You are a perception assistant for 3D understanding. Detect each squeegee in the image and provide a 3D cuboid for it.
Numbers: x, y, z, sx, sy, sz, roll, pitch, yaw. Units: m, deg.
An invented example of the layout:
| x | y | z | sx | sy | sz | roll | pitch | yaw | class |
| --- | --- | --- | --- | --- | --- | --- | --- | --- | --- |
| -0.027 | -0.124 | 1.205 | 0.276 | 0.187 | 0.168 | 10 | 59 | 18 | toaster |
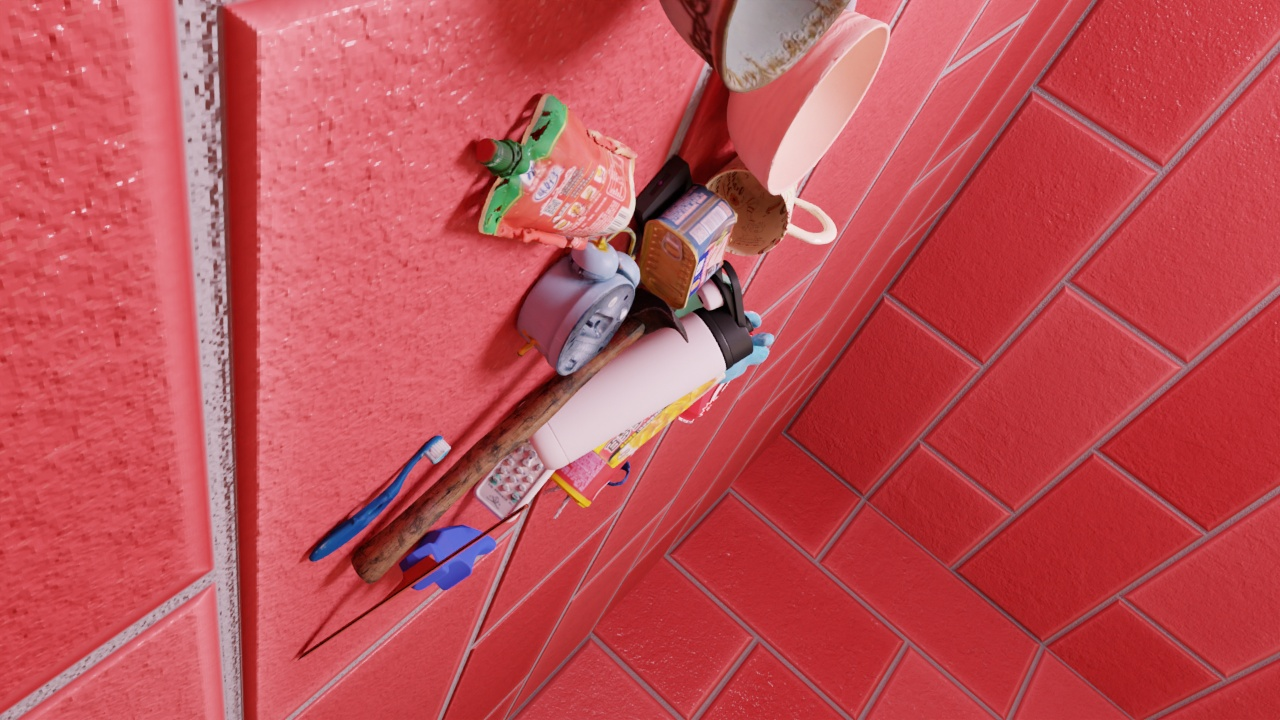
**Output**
| x | y | z | sx | sy | sz | roll | pitch | yaw | class |
| --- | --- | --- | --- | --- | --- | --- | --- | --- | --- |
| -0.182 | 0.185 | 0.867 | 0.250 | 0.055 | 0.184 | -34 | 169 | 10 | squeegee |

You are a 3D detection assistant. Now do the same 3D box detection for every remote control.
| x | y | z | sx | sy | sz | roll | pitch | yaw | class |
| --- | --- | --- | --- | --- | --- | --- | --- | --- | --- |
| -0.103 | 0.093 | 0.882 | 0.133 | 0.050 | 0.022 | -51 | 170 | 3 | remote control |
| 0.024 | -0.125 | 0.783 | 0.058 | 0.013 | 0.133 | -49 | 166 | -5 | remote control |

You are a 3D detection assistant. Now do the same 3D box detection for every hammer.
| x | y | z | sx | sy | sz | roll | pitch | yaw | class |
| --- | --- | --- | --- | --- | --- | --- | --- | --- | --- |
| -0.102 | 0.061 | 0.748 | 0.330 | 0.033 | 0.120 | -43 | -152 | -7 | hammer |

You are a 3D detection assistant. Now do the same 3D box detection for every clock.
| x | y | z | sx | sy | sz | roll | pitch | yaw | class |
| --- | --- | --- | --- | --- | --- | --- | --- | --- | --- |
| -0.042 | -0.048 | 0.699 | 0.124 | 0.051 | 0.088 | -53 | 165 | 8 | clock |

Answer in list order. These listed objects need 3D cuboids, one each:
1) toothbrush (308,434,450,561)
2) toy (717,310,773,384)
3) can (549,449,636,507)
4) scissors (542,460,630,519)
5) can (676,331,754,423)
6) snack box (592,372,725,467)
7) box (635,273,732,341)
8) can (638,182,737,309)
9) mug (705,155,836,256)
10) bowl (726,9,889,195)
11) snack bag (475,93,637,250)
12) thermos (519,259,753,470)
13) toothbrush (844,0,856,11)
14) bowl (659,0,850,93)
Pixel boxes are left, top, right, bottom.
| x | y | z | sx | sy | sz | roll | pitch | yaw | class |
| --- | --- | --- | --- | --- | --- | --- | --- | --- | --- |
| -0.195 | 0.105 | 0.692 | 0.132 | 0.016 | 0.021 | -45 | 163 | -22 | toothbrush |
| 0.075 | -0.019 | 1.039 | 0.184 | 0.114 | 0.180 | -33 | 159 | 34 | toy |
| -0.047 | 0.101 | 1.045 | 0.124 | 0.067 | 0.067 | -49 | 166 | -5 | can |
| -0.061 | 0.140 | 1.087 | 0.130 | 0.117 | 0.014 | -51 | 129 | -13 | scissors |
| 0.085 | 0.008 | 1.201 | 0.143 | 0.074 | 0.074 | -54 | 166 | 15 | can |
| 0.013 | 0.042 | 0.915 | 0.152 | 0.025 | 0.075 | -39 | 152 | -2 | snack box |
| 0.013 | -0.011 | 0.910 | 0.189 | 0.077 | 0.091 | -55 | 178 | 27 | box |
| 0.039 | -0.095 | 0.763 | 0.058 | 0.054 | 0.100 | -45 | 166 | -23 | can |
| 0.121 | -0.142 | 0.819 | 0.097 | 0.122 | 0.081 | -58 | 174 | -50 | mug |
| 0.118 | -0.213 | 0.718 | 0.152 | 0.076 | 0.153 | -47 | 166 | -16 | bowl |
| -0.052 | -0.107 | 0.550 | 0.087 | 0.044 | 0.155 | -59 | 161 | 12 | snack bag |
| -0.005 | 0.005 | 0.828 | 0.229 | 0.068 | 0.101 | -29 | 125 | -7 | thermos |
| 0.175 | -0.293 | 0.806 | 0.019 | 0.018 | 0.188 | -50 | 167 | -9 | toothbrush |
| 0.056 | -0.225 | 0.446 | 0.159 | 0.094 | 0.160 | -46 | 166 | -16 | bowl |
